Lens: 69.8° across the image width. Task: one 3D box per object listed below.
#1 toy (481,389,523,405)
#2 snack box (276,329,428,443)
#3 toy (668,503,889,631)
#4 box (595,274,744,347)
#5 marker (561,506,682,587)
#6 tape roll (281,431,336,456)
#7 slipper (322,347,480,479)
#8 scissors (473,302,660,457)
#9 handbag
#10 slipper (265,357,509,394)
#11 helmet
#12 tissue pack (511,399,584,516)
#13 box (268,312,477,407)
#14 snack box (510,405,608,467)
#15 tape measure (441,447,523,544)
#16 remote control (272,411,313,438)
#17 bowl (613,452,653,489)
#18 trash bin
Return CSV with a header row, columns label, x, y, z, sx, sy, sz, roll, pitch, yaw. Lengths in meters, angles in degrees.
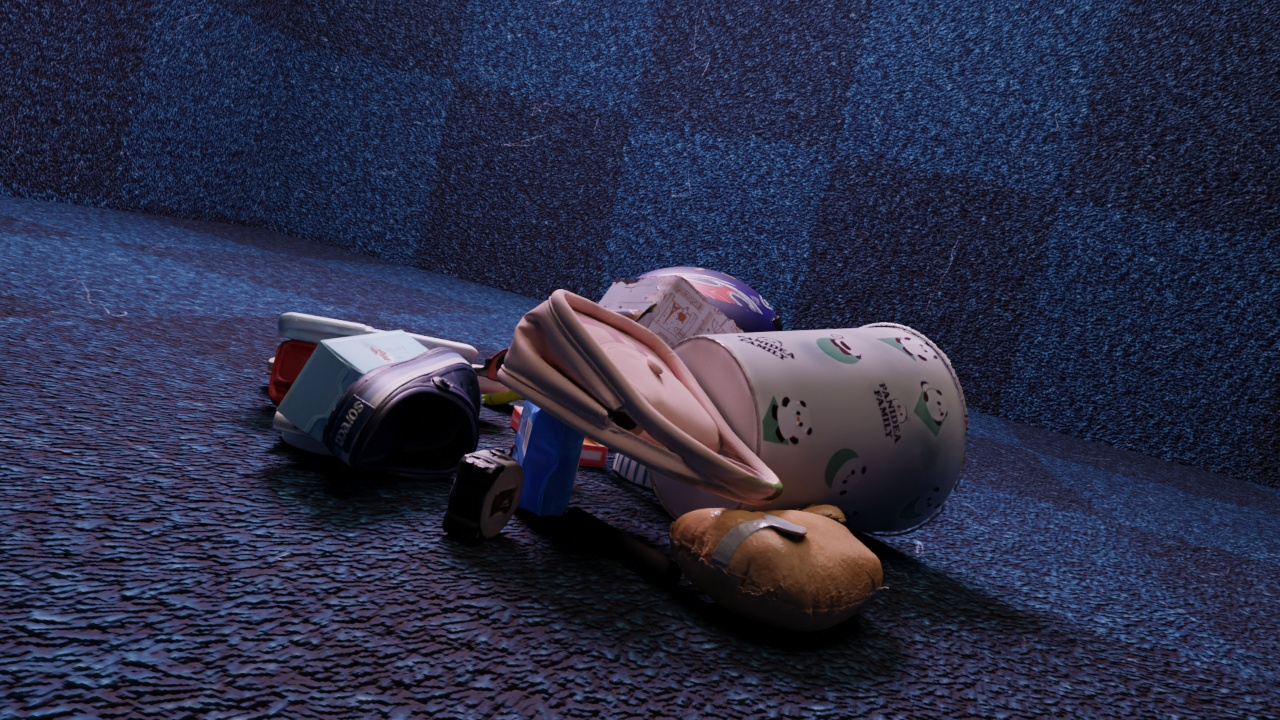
label,x,y,z,sx,sy,sz,roll,pitch,yaw
toy,-0.161,0.037,1.213,0.100,0.031,0.097,-11,-3,-31
snack box,-0.252,0.019,0.838,0.051,0.074,0.174,37,9,3
toy,0.124,0.153,0.720,0.143,0.082,0.225,29,12,34
box,-0.008,0.007,1.034,0.154,0.184,0.183,38,-12,-23
marker,-0.017,0.148,0.739,0.022,0.020,0.132,-14,22,-38
tape roll,-0.291,0.071,0.862,0.086,0.014,0.085,13,7,-2
slipper,-0.189,0.053,0.826,0.095,0.105,0.252,35,5,8
scissors,-0.066,0.023,0.933,0.225,0.189,0.015,10,3,2
handbag,0.015,0.047,0.746,0.234,0.093,0.193,38,8,32
slipper,-0.287,0.027,1.063,0.274,0.054,0.114,4,7,-19
helmet,0.087,-0.004,1.278,0.315,0.240,0.247,14,9,5
tissue pack,-0.085,0.082,0.843,0.052,0.095,0.157,13,5,-12
box,-0.276,0.005,0.956,0.201,0.095,0.102,11,-31,-19
snack box,-0.097,0.087,1.062,0.075,0.025,0.153,10,7,-22
tape measure,-0.119,0.103,0.712,0.033,0.066,0.066,20,11,18
remote control,-0.302,0.047,0.868,0.049,0.024,0.125,13,11,-5
bowl,0.033,0.102,1.018,0.116,0.066,0.116,13,7,-2
trash bin,0.154,0.069,0.921,0.251,0.230,0.230,2,12,-33
